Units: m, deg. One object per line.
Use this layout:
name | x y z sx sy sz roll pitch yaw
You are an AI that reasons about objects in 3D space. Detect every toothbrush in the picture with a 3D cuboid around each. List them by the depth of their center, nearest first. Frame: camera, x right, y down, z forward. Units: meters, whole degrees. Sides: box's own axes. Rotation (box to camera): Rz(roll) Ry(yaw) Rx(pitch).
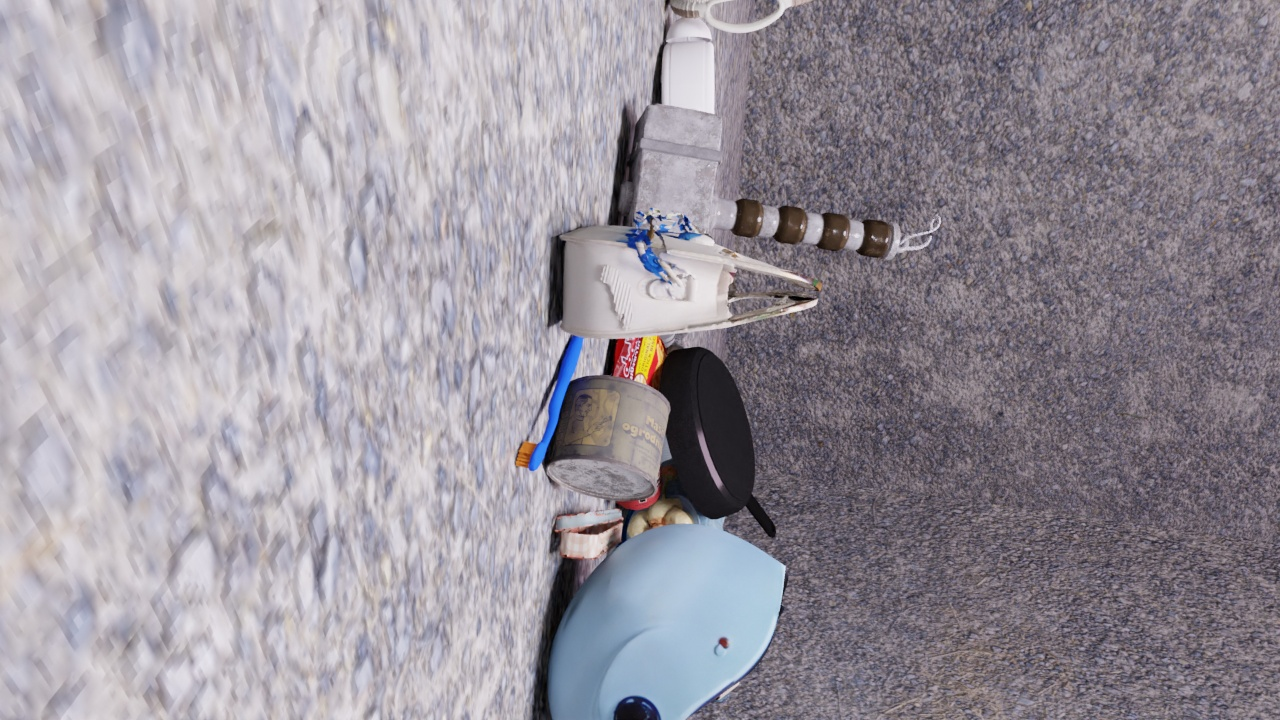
toothbrush | -0.066 0.024 0.707 0.182 0.018 0.016 -76 170 -55

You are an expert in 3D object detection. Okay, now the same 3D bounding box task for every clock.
clock | 0.049 -0.310 1.077 0.125 0.073 0.160 75 16 -69

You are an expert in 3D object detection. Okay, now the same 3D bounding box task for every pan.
pan | 0.116 0.126 1.124 0.356 0.044 0.203 53 30 -43

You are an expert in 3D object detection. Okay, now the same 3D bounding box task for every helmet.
helmet | 0.010 0.261 0.839 0.266 0.167 0.225 -55 169 6

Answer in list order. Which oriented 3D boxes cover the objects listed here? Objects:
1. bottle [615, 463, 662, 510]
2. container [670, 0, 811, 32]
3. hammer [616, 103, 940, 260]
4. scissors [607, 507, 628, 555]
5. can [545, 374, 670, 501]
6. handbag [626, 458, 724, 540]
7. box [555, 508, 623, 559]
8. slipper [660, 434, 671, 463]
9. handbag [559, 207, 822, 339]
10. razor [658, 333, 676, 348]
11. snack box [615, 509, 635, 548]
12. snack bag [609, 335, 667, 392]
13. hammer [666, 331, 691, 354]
bottle | -0.010 0.103 0.988 0.177 0.062 0.062 83 16 -61
container | 0.126 -0.489 1.059 0.245 0.185 0.143 -74 158 -51
hammer | 0.138 -0.135 0.909 0.079 0.326 0.177 175 -78 -80
scissors | -0.012 0.176 1.160 0.142 0.014 0.174 112 0 -56
can | -0.025 0.063 0.743 0.090 0.090 0.074 82 17 -62
handbag | 0.046 0.186 1.130 0.118 0.122 0.191 48 35 -29
box | -0.044 0.164 0.860 0.059 0.056 0.186 -42 170 1
slipper | 0.030 0.191 1.329 0.054 0.098 0.269 -122 -139 -63
handbag | 0.041 -0.072 0.719 0.200 0.199 0.093 -59 151 -77
razor | 0.020 -0.086 1.138 0.088 0.047 0.116 -74 161 -48
snack box | -0.007 0.239 1.227 0.151 0.034 0.087 -68 163 -63
snack bag | -0.006 0.006 1.042 0.208 0.067 0.138 59 43 -62
hammer | 0.023 0.044 1.256 0.317 0.049 0.122 -67 165 -59
